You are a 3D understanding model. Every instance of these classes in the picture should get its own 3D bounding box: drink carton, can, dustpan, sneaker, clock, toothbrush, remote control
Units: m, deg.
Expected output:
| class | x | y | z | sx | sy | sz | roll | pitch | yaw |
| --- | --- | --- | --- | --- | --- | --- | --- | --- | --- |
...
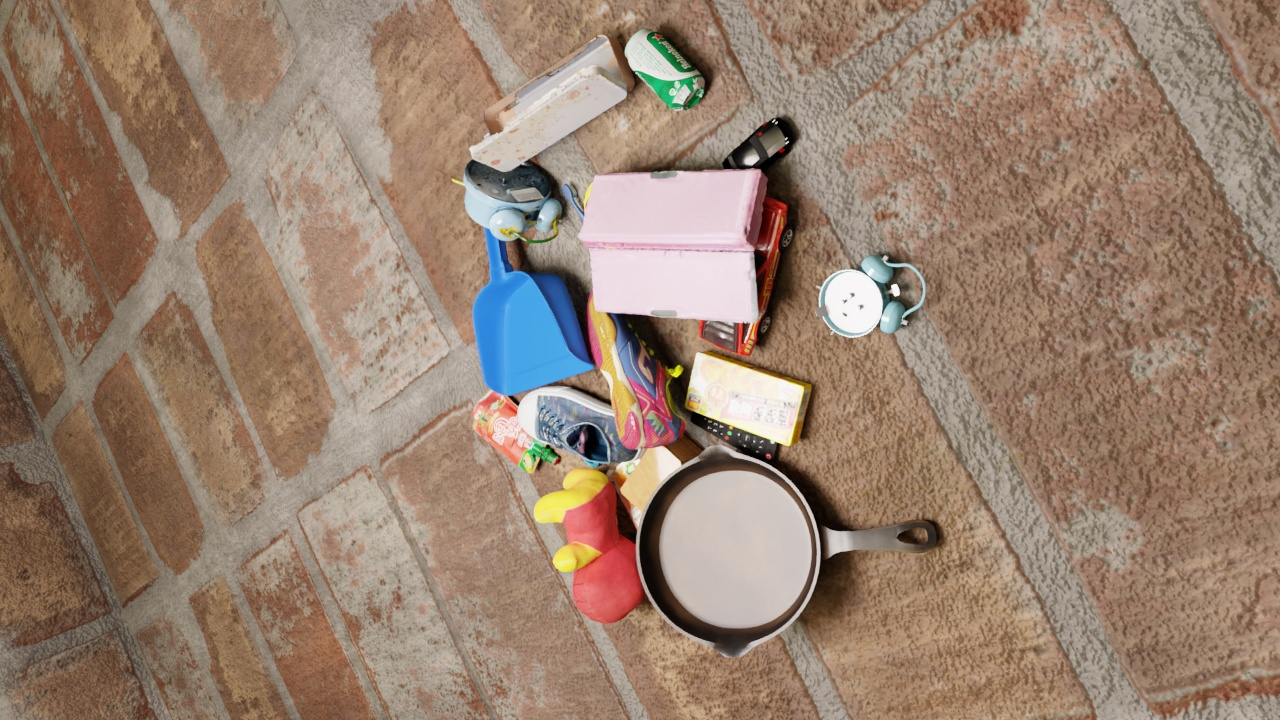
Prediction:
| class | x | y | z | sx | sy | sz | roll | pitch | yaw |
| --- | --- | --- | --- | --- | --- | --- | --- | --- | --- |
| drink carton | 0.001 | 0.192 | 1.261 | 0.069 | 0.038 | 0.122 | -41 | 71 | 36 |
| can | 0.029 | -0.340 | 1.078 | 0.101 | 0.053 | 0.053 | 50 | 126 | 15 |
| dustpan | -0.170 | -0.093 | 1.278 | 0.246 | 0.059 | 0.257 | -17 | 80 | 52 |
| sneaker | -0.007 | 0.007 | 1.183 | 0.116 | 0.091 | 0.241 | 112 | 145 | -53 |
| sneaker | -0.095 | 0.091 | 1.253 | 0.236 | 0.079 | 0.087 | 11 | 109 | 39 |
| clock | -0.171 | -0.213 | 1.226 | 0.162 | 0.117 | 0.060 | 48 | 137 | 28 |
| toothbrush | -0.069 | -0.178 | 1.223 | 0.021 | 0.016 | 0.132 | -30 | 86 | 39 |
| remote control | 0.118 | 0.088 | 1.155 | 0.125 | 0.010 | 0.039 | 23 | 115 | 31 |
| clock | 0.249 | -0.068 | 0.992 | 0.123 | 0.041 | 0.087 | -16 | 92 | 40 |

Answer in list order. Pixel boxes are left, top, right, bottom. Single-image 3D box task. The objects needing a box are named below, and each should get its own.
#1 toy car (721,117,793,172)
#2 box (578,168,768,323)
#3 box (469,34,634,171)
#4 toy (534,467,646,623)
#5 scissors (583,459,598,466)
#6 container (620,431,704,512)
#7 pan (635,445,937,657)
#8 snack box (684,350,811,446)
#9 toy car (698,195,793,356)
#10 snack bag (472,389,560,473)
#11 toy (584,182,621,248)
| class | x | y | z | sx | sy | sz | roll | pitch | yaw |
| --- | --- | --- | --- | --- | --- | --- | --- | --- | --- |
| toy car | 0.131 | -0.236 | 1.040 | 0.092 | 0.036 | 0.042 | -37 | 79 | 38 |
| box | 0.032 | -0.136 | 1.069 | 0.233 | 0.059 | 0.179 | 4 | 93 | 33 |
| box | -0.115 | -0.328 | 1.162 | 0.217 | 0.094 | 0.107 | -23 | 59 | 31 |
| toy | -0.056 | 0.258 | 1.250 | 0.099 | 0.147 | 0.216 | -12 | 106 | 38 |
| scissors | -0.092 | 0.086 | 1.315 | 0.132 | 0.015 | 0.110 | 44 | 128 | 24 |
| container | 0.027 | 0.148 | 1.194 | 0.063 | 0.061 | 0.114 | 41 | 109 | 22 |
| pan | 0.168 | 0.220 | 1.094 | 0.357 | 0.043 | 0.248 | -8 | 78 | 21 |
| snack box | 0.129 | 0.045 | 1.118 | 0.152 | 0.025 | 0.075 | 19 | 104 | 32 |
| toy car | 0.120 | -0.102 | 1.076 | 0.082 | 0.056 | 0.190 | 25 | 113 | 29 |
| snack bag | -0.183 | 0.110 | 1.377 | 0.155 | 0.044 | 0.087 | 34 | 111 | 19 |
| toy | -0.037 | -0.190 | 1.177 | 0.094 | 0.041 | 0.095 | -4 | 96 | 43 |
